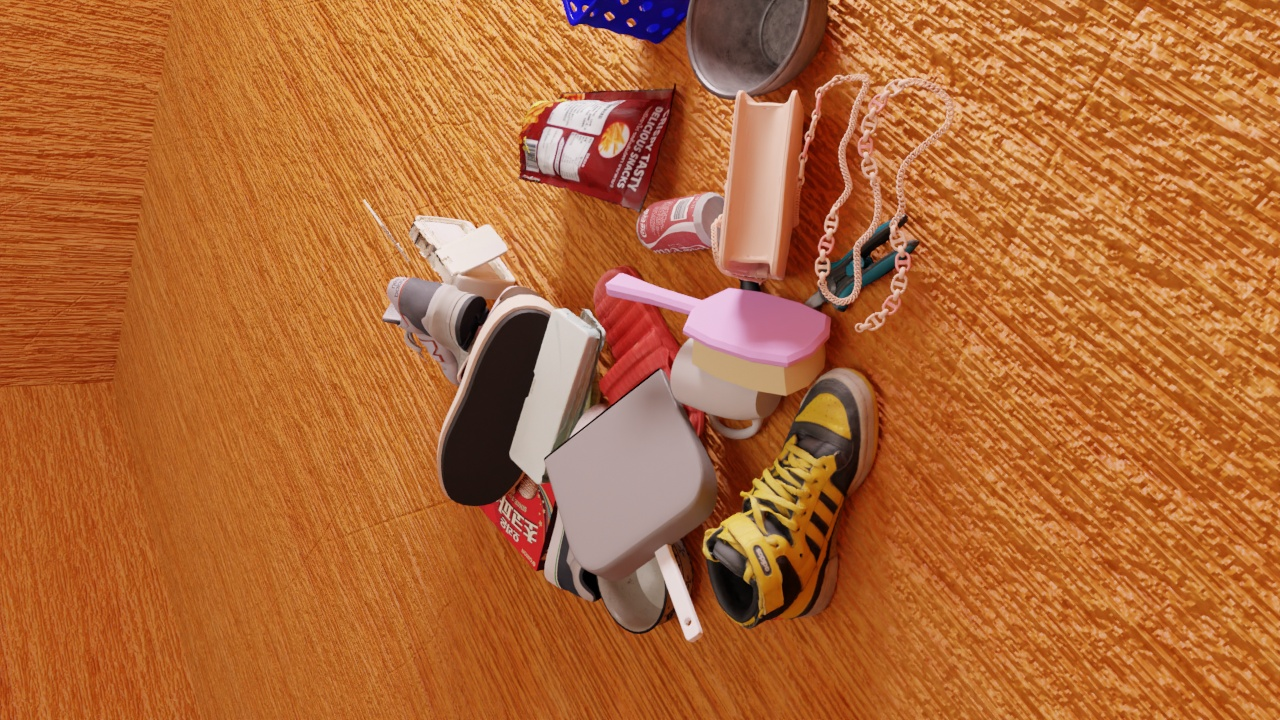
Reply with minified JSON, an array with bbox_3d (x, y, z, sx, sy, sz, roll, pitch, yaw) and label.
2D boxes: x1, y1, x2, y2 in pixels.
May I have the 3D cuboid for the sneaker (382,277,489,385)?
[{"bbox_3d":[-0.259,-0.047,1.162,0.240,0.124,0.088,112,-177,-69],"label":"sneaker"}]

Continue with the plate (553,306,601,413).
[{"bbox_3d":[-0.093,0.028,1.102,0.185,0.036,0.184,4,95,50],"label":"plate"}]

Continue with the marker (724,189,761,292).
[{"bbox_3d":[0.100,-0.105,0.877,0.025,0.025,0.126,-12,83,49],"label":"marker"}]

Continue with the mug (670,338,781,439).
[{"bbox_3d":[0.088,0.035,0.877,0.089,0.071,0.107,20,135,39],"label":"mug"}]

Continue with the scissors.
[{"bbox_3d":[0.180,-0.080,0.790,0.130,0.019,0.135,30,114,52],"label":"scissors"}]

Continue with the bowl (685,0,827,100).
[{"bbox_3d":[0.113,-0.302,0.817,0.145,0.067,0.145,4,95,49],"label":"bowl"}]

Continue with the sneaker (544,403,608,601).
[{"bbox_3d":[-0.046,0.164,1.029,0.079,0.084,0.236,24,115,32],"label":"sneaker"}]

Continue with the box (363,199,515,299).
[{"bbox_3d":[-0.255,-0.151,1.174,0.143,0.181,0.081,49,122,30],"label":"box"}]

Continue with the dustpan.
[{"bbox_3d":[0.004,0.148,0.869,0.163,0.033,0.257,-39,44,16],"label":"dustpan"}]

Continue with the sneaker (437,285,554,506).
[{"bbox_3d":[-0.181,0.037,1.113,0.116,0.111,0.294,-115,39,-56],"label":"sneaker"}]

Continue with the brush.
[{"bbox_3d":[0.064,-0.033,0.845,0.229,0.089,0.043,19,135,33],"label":"brush"}]

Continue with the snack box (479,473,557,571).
[{"bbox_3d":[-0.143,0.167,1.169,0.152,0.035,0.133,36,119,42],"label":"snack box"}]

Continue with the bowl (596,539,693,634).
[{"bbox_3d":[0.010,0.225,0.974,0.116,0.059,0.115,4,95,49],"label":"bowl"}]

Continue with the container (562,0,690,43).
[{"bbox_3d":[-0.013,-0.383,0.924,0.085,0.113,0.085,-32,68,46],"label":"container"}]

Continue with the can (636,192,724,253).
[{"bbox_3d":[0.043,-0.136,0.920,0.097,0.054,0.054,1,93,50],"label":"can"}]

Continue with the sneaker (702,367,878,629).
[{"bbox_3d":[0.124,0.122,0.788,0.086,0.121,0.239,24,111,45],"label":"sneaker"}]

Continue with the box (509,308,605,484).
[{"bbox_3d":[-0.091,0.042,1.022,0.086,0.072,0.199,-112,37,-63],"label":"box"}]

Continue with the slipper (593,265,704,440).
[{"bbox_3d":[-0.006,0.006,0.983,0.104,0.059,0.248,-43,60,42],"label":"slipper"}]

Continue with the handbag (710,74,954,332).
[{"bbox_3d":[0.160,-0.130,0.784,0.187,0.116,0.199,8,94,18],"label":"handbag"}]

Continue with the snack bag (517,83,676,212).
[{"bbox_3d":[-0.051,-0.242,1.007,0.208,0.066,0.139,18,83,47],"label":"snack bag"}]
